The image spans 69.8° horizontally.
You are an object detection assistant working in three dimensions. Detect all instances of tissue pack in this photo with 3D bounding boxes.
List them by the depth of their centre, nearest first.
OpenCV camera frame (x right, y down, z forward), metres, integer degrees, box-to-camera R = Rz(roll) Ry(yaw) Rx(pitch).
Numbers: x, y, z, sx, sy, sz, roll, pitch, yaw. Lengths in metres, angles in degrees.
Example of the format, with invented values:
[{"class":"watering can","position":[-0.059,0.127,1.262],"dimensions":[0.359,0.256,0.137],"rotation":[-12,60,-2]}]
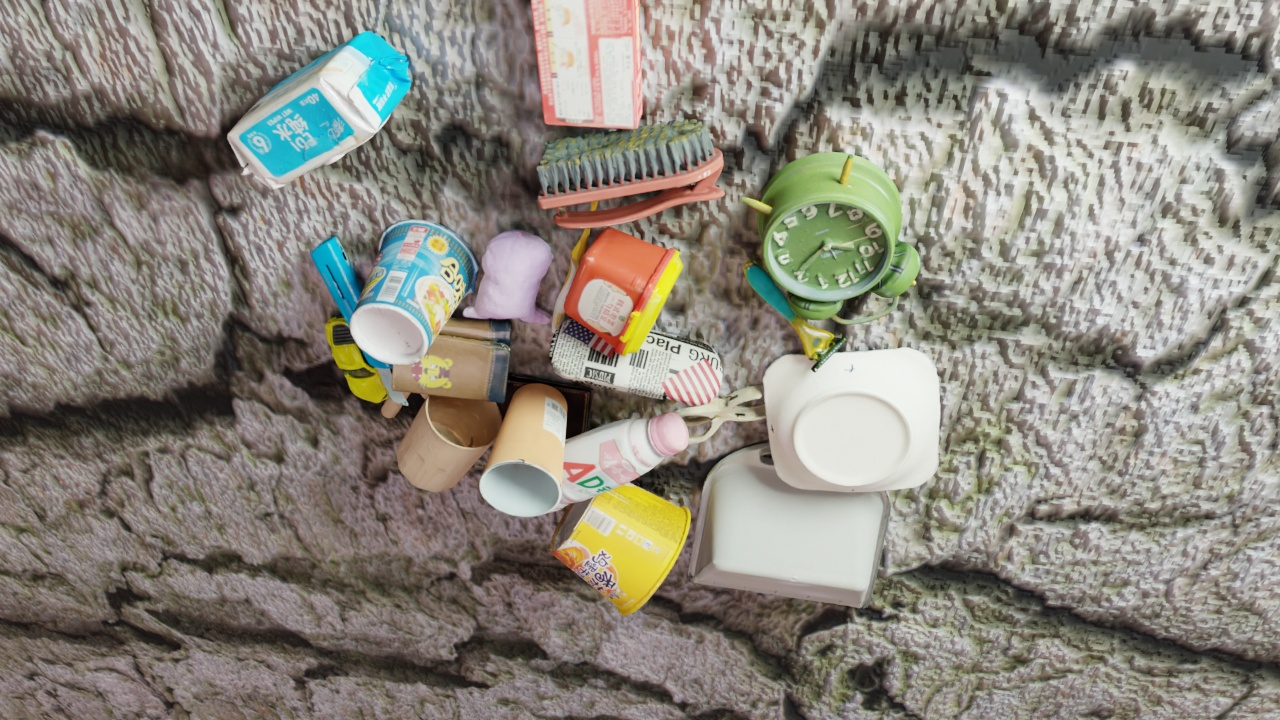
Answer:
[{"class":"tissue pack","position":[-0.250,-0.195,0.722],"dimensions":[0.140,0.089,0.063],"rotation":[-18,126,27]}]

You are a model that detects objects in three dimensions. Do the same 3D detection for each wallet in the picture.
[{"class":"wallet","position":[-0.187,-0.003,0.909],"dimensions":[0.115,0.033,0.090],"rotation":[7,120,-6]},{"class":"wallet","position":[-0.103,0.067,0.988],"dimensions":[0.096,0.020,0.122],"rotation":[8,133,-1]}]

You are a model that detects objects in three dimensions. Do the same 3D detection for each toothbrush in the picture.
[{"class":"toothbrush","position":[-0.061,-0.093,0.826],"dimensions":[0.018,0.016,0.192],"rotation":[26,134,4]}]

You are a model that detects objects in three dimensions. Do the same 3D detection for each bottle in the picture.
[{"class":"bottle","position":[-0.039,0.100,0.935],"dimensions":[0.197,0.068,0.068],"rotation":[-25,123,35]}]

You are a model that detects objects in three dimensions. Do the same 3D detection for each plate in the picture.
[{"class":"plate","position":[0.203,0.067,0.879],"dimensions":[0.164,0.034,0.164],"rotation":[-4,119,14]}]

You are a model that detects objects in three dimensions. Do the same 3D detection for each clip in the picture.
[{"class":"clip","position":[0.078,0.061,0.930],"dimensions":[0.104,0.034,0.083],"rotation":[-2,130,4]}]

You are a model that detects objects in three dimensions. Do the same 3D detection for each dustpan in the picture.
[{"class":"dustpan","position":[0.171,0.189,1.045],"dimensions":[0.223,0.142,0.258],"rotation":[7,163,7]}]

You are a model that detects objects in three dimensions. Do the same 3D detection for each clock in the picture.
[{"class":"clock","position":[0.159,-0.091,0.746],"dimensions":[0.116,0.056,0.161],"rotation":[-17,127,28]}]

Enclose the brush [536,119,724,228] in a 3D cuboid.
[{"class":"brush","position":[-0.006,-0.145,0.726],"dimensions":[0.146,0.063,0.069],"rotation":[-8,126,10]}]

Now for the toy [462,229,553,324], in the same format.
[{"class":"toy","position":[-0.115,-0.074,0.841],"dimensions":[0.083,0.038,0.108],"rotation":[5,133,-16]}]

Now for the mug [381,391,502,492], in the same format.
[{"class":"mug","position":[-0.221,0.069,0.983],"dimensions":[0.124,0.084,0.104],"rotation":[46,132,4]}]

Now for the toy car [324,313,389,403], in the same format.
[{"class":"toy car","position":[-0.292,0.001,0.950],"dimensions":[0.048,0.032,0.105],"rotation":[-6,120,18]}]

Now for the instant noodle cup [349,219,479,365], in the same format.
[{"class":"instant noodle cup","position":[-0.209,-0.057,0.829],"dimensions":[0.099,0.109,0.099],"rotation":[7,133,7]}]

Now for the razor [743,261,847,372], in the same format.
[{"class":"razor","position":[0.131,-0.044,0.817],"dimensions":[0.043,0.028,0.132],"rotation":[-44,118,7]}]

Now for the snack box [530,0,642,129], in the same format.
[{"class":"snack box","position":[-0.039,-0.244,0.669],"dimensions":[0.075,0.025,0.153],"rotation":[6,134,9]}]

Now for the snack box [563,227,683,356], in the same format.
[{"class":"snack box","position":[-0.018,-0.062,0.803],"dimensions":[0.080,0.081,0.091],"rotation":[28,133,0]}]

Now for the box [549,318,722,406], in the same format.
[{"class":"box","position":[-0.005,0.005,0.857],"dimensions":[0.163,0.087,0.076],"rotation":[14,118,-1]}]

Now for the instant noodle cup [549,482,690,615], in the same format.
[{"class":"instant noodle cup","position":[-0.028,0.195,1.019],"dimensions":[0.110,0.137,0.138],"rotation":[34,132,-9]}]

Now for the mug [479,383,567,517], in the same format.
[{"class":"mug","position":[-0.109,0.083,0.908],"dimensions":[0.078,0.122,0.078],"rotation":[3,131,3]}]

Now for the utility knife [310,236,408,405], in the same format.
[{"class":"utility knife","position":[-0.274,-0.033,0.909],"dimensions":[0.034,0.018,0.191],"rotation":[-8,120,20]}]
